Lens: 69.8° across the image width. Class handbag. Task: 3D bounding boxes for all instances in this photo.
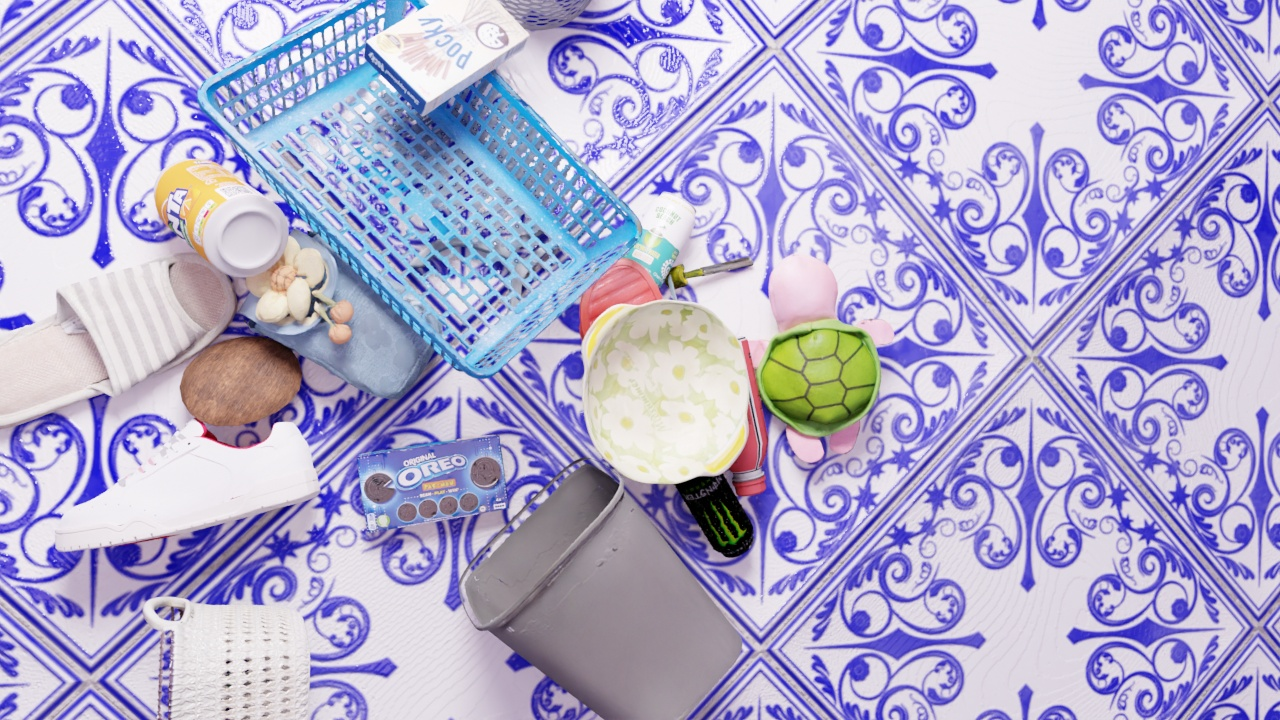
[{"bbox_3d":[-0.298,-0.045,0.912,0.192,0.119,0.121,34,81,-3],"label":"handbag"}]

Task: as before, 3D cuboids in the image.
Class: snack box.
[{"bbox_3d":[-0.187,-0.307,0.896,0.082,0.026,0.149,45,58,-3],"label":"snack box"},{"bbox_3d":[-0.219,0.128,0.975,0.150,0.027,0.082,-9,91,-13],"label":"snack box"}]

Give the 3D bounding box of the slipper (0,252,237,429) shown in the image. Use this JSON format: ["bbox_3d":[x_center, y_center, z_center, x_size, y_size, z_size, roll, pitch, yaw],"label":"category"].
[{"bbox_3d":[-0.531,-0.019,0.894,0.272,0.054,0.114,-29,101,-11],"label":"slipper"}]

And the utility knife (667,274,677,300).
[{"bbox_3d":[0.048,-0.023,1.015,0.015,0.022,0.147,-16,90,-24],"label":"utility knife"}]

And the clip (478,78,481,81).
[{"bbox_3d":[-0.180,-0.329,0.981,0.054,0.048,0.046,49,35,-9],"label":"clip"}]

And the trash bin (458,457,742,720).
[{"bbox_3d":[-0.035,0.252,0.941,0.197,0.197,0.220,-45,105,-10],"label":"trash bin"}]

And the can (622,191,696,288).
[{"bbox_3d":[0.019,-0.131,1.017,0.055,0.055,0.101,30,83,-11],"label":"can"}]

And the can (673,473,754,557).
[{"bbox_3d":[0.078,0.154,1.018,0.054,0.054,0.138,-35,111,-11],"label":"can"}]

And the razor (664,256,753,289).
[{"bbox_3d":[0.082,-0.104,1.046,0.105,0.042,0.026,-14,90,-22],"label":"razor"}]

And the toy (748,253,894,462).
[{"bbox_3d":[0.199,-0.004,1.042,0.190,0.087,0.238,-8,96,4],"label":"toy"}]

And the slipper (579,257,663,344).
[{"bbox_3d":[-0.006,0.006,1.009,0.103,0.059,0.249,-24,111,-14],"label":"slipper"}]

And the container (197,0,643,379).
[{"bbox_3d":[-0.207,-0.169,0.900,0.362,0.089,0.256,46,58,-2],"label":"container"}]

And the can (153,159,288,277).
[{"bbox_3d":[-0.401,-0.139,0.871,0.078,0.142,0.079,-28,134,-34],"label":"can"}]

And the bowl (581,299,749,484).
[{"bbox_3d":[0.018,0.031,0.951,0.219,0.060,0.188,44,77,-21],"label":"bowl"}]

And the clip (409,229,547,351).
[{"bbox_3d":[-0.182,-0.109,0.984,0.164,0.031,0.172,34,81,-13],"label":"clip"}]

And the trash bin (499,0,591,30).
[{"bbox_3d":[-0.100,-0.443,0.924,0.156,0.183,0.156,0,90,-13],"label":"trash bin"}]

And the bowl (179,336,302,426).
[{"bbox_3d":[-0.397,0.013,0.908,0.114,0.026,0.102,-22,63,-24],"label":"bowl"}]

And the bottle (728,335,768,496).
[{"bbox_3d":[0.107,0.064,1.032,0.062,0.062,0.176,-13,93,-13],"label":"bottle"}]

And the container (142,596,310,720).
[{"bbox_3d":[-0.391,0.348,0.864,0.143,0.185,0.251,2,91,-25],"label":"container"}]

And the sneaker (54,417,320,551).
[{"bbox_3d":[-0.445,0.113,0.897,0.236,0.090,0.104,-14,84,-11],"label":"sneaker"}]
